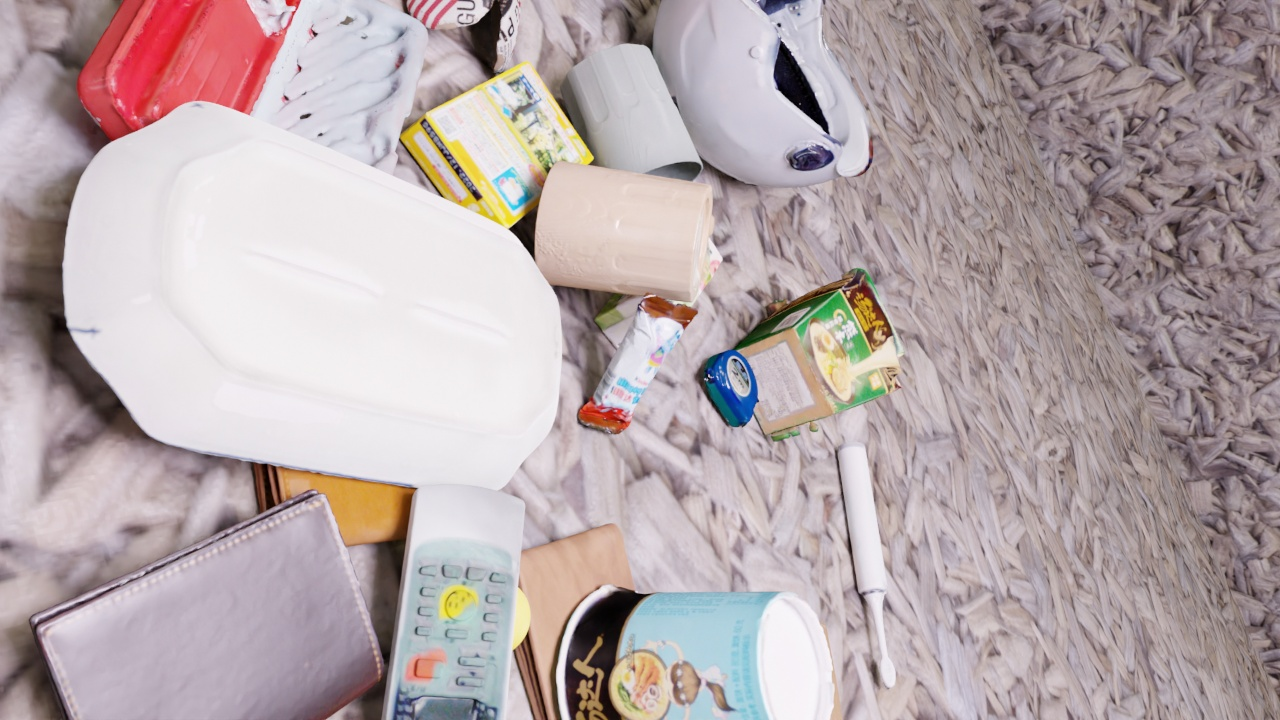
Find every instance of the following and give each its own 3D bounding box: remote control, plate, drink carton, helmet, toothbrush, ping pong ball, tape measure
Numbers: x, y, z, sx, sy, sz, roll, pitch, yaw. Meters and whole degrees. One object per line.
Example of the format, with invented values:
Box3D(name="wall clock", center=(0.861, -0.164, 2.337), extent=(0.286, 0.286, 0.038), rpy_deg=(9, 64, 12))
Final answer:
Box3D(name="remote control", center=(-0.088, 0.126, 0.435), extent=(0.056, 0.019, 0.135), rpy_deg=(12, 66, -19))
Box3D(name="plate", center=(-0.126, -0.025, 0.443), extent=(0.265, 0.034, 0.161), rpy_deg=(21, 63, -47))
Box3D(name="drink carton", center=(0.017, -0.054, 0.698), extent=(0.045, 0.054, 0.122), rpy_deg=(53, 37, -17))
Box3D(name="helmet", center=(0.102, -0.260, 0.855), extent=(0.258, 0.146, 0.228), rpy_deg=(35, 45, -47))
Box3D(name="toothbrush", center=(0.204, 0.177, 0.818), extent=(0.026, 0.027, 0.220), rpy_deg=(73, 13, -60))
Box3D(name="ping pong ball", center=(-0.077, 0.132, 0.474), extent=(0.040, 0.040, 0.040), rpy_deg=(30, 48, -39))
Box3D(name="tape measure", center=(0.073, 0.020, 0.749), extent=(0.058, 0.025, 0.054), rpy_deg=(57, 34, -17))

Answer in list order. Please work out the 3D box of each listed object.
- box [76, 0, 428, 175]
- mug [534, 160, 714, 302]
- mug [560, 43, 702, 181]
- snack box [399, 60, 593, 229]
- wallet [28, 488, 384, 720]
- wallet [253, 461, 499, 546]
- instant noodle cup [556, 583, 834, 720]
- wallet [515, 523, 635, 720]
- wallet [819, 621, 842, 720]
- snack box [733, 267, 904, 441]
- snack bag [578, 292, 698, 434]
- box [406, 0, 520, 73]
Box3D(name="box", center=(-0.194, -0.157, 0.489), extent=(0.157, 0.069, 0.200), rpy_deg=(39, 42, -39))
Box3D(name="mug", center=(-0.006, -0.090, 0.633), extent=(0.124, 0.103, 0.084), rpy_deg=(-55, 153, -70))
Box3D(name="mug", center=(-0.005, -0.179, 0.737), extent=(0.124, 0.084, 0.103), rpy_deg=(18, 50, -79))
Box3D(name="snack box", center=(-0.093, -0.146, 0.632), extent=(0.087, 0.034, 0.140), rpy_deg=(54, 38, -14))
Box3D(name="wallet", center=(-0.164, 0.118, 0.367), extent=(0.122, 0.020, 0.096), rpy_deg=(-26, 105, -52))
Box3D(name="wallet", center=(-0.135, 0.034, 0.472), extent=(0.130, 0.035, 0.119), rpy_deg=(2, 74, -51))
Box3D(name="instant noodle cup", center=(0.035, 0.170, 0.499), extent=(0.111, 0.121, 0.111), rpy_deg=(29, 53, -46))
Box3D(name="wallet", center=(-0.032, 0.159, 0.535), extent=(0.101, 0.020, 0.115), rpy_deg=(-4, 75, -54))
Box3D(name="wallet", center=(0.116, 0.242, 0.663), extent=(0.090, 0.033, 0.115), rpy_deg=(30, 47, -42))
Box3D(name="snack box", center=(0.145, 0.000, 0.789), extent=(0.105, 0.118, 0.117), rpy_deg=(-26, 90, -45))
Box3D(name="snack bag", center=(-0.004, 0.004, 0.612), extent=(0.045, 0.105, 0.026), rpy_deg=(19, 19, -31))
Box3D(name="box", center=(-0.129, -0.290, 0.670), extent=(0.086, 0.076, 0.162), rpy_deg=(6, 64, -16))
